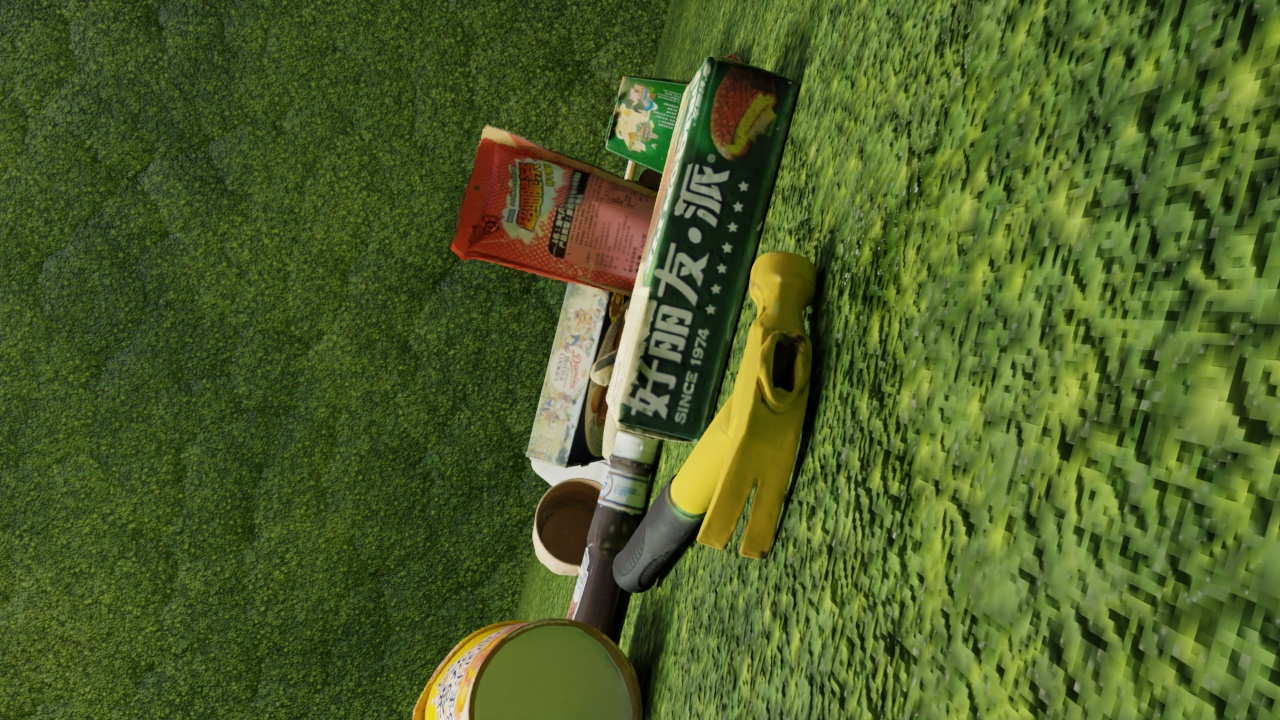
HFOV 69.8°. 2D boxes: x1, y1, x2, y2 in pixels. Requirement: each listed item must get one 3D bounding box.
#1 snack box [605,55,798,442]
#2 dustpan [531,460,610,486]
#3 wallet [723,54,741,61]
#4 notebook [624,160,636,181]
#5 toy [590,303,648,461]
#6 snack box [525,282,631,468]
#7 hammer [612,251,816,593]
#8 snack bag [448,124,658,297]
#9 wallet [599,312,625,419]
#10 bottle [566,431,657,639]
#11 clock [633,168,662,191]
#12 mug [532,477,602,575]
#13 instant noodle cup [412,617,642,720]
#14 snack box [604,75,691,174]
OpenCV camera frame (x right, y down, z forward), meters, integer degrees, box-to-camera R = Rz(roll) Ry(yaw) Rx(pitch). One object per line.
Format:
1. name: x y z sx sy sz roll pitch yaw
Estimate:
1. snack box: 0.035 -0.071 0.623 0.114 0.063 0.240 -138 63 -83
2. dustpan: -0.034 0.084 1.175 0.258 0.142 0.222 13 88 55
3. wallet: 0.066 -0.231 0.883 0.130 0.035 0.119 -94 25 -74
4. notebook: -0.017 -0.216 1.138 0.146 0.010 0.205 116 168 -65
5. toy: 0.000 0.019 0.801 0.105 0.066 0.157 -13 -58 -48
6. snack box: -0.038 0.009 0.900 0.177 0.046 0.182 5 -80 -72
7. hammer: 0.028 0.074 0.502 0.302 0.033 0.128 114 170 -59
8. snack bag: -0.043 -0.111 0.752 0.073 0.208 0.128 123 160 -59
9. wallet: -0.005 0.005 0.887 0.115 0.020 0.101 -4 -72 -73
10. bottle: -0.026 0.157 0.763 0.080 0.044 0.195 177 107 -83
11. clock: 0.009 -0.176 1.143 0.117 0.060 0.159 -81 6 -50
12. mug: -0.059 0.186 0.899 0.104 0.084 0.124 115 141 -69
13. instant noodle cup: -0.067 0.229 0.588 0.110 0.138 0.137 130 155 -59
14. snack box: 0.020 -0.261 1.004 0.117 0.105 0.118 -93 19 -73
